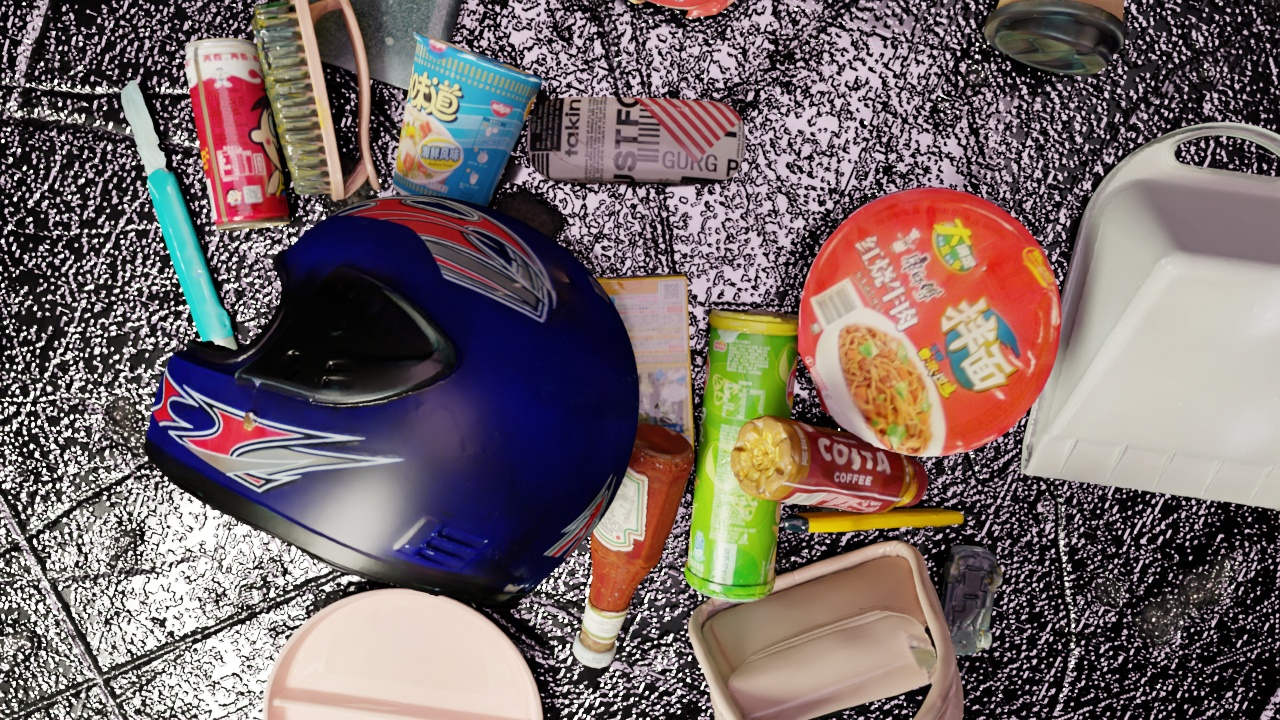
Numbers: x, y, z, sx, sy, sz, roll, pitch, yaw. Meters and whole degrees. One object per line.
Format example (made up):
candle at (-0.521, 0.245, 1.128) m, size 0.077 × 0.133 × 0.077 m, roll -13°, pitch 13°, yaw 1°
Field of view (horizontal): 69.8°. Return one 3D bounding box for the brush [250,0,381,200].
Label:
brush at (-0.232, -0.190, 0.668) m, size 0.073 × 0.063 × 0.146 m, roll -14°, pitch 110°, yaw -21°

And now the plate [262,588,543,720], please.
plate at (-0.193, 0.294, 0.758) m, size 0.229 × 0.028 × 0.229 m, roll 0°, pitch 98°, yaw 2°

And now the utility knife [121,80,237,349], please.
utility knife at (-0.357, -0.106, 0.709) m, size 0.029 × 0.013 × 0.218 m, roll -14°, pitch 100°, yaw 4°

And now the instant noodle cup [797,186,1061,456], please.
instant noodle cup at (0.204, -0.028, 0.681) m, size 0.194 × 0.066 × 0.194 m, roll 0°, pitch 92°, yaw -5°

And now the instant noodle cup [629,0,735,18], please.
instant noodle cup at (0.025, -0.319, 0.613) m, size 0.138 × 0.108 × 0.138 m, roll 0°, pitch 89°, yaw 12°

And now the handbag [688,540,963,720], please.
handbag at (0.136, 0.223, 0.639) m, size 0.193 × 0.234 × 0.093 m, roll -21°, pitch 95°, yaw 3°

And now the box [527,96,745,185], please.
box at (-0.003, -0.163, 0.681) m, size 0.164 × 0.051 × 0.068 m, roll -1°, pitch 78°, yaw 1°

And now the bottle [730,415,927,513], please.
bottle at (0.145, 0.080, 0.669) m, size 0.174 × 0.057 × 0.057 m, roll 14°, pitch 100°, yaw -39°

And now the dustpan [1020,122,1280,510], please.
dustpan at (0.431, -0.037, 0.713) m, size 0.222 × 0.142 × 0.258 m, roll 8°, pitch 127°, yaw -1°

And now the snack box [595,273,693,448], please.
snack box at (-0.004, 0.004, 0.712) m, size 0.087 × 0.033 × 0.140 m, roll -3°, pitch 97°, yaw 1°

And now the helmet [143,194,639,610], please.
helmet at (-0.153, 0.009, 0.618) m, size 0.316 × 0.247 × 0.240 m, roll 19°, pitch 82°, yaw 18°

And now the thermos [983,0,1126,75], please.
thermos at (0.302, -0.277, 0.644) m, size 0.093 × 0.093 × 0.143 m, roll 14°, pitch 91°, yaw -2°

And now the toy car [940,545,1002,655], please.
toy car at (0.260, 0.191, 0.735) m, size 0.043 × 0.034 × 0.090 m, roll 3°, pitch 100°, yaw -3°

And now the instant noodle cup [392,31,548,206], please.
instant noodle cup at (-0.131, -0.167, 0.663) m, size 0.099 × 0.099 × 0.110 m, roll 21°, pitch 106°, yaw -2°

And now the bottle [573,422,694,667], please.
bottle at (-0.012, 0.148, 0.707) m, size 0.060 × 0.059 × 0.206 m, roll 15°, pitch 112°, yaw -2°

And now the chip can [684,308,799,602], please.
chip can at (0.078, 0.073, 0.701) m, size 0.072 × 0.072 × 0.221 m, roll 5°, pitch 98°, yaw 0°

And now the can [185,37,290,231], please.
can at (-0.298, -0.165, 0.680) m, size 0.053 × 0.053 × 0.133 m, roll -7°, pitch 98°, yaw 1°

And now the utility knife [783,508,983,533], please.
utility knife at (0.188, 0.125, 0.712) m, size 0.171 × 0.033 × 0.015 m, roll 1°, pitch 92°, yaw -15°

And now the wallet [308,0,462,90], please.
wallet at (-0.197, -0.260, 0.684) m, size 0.121 × 0.019 × 0.097 m, roll 19°, pitch 99°, yaw 0°
